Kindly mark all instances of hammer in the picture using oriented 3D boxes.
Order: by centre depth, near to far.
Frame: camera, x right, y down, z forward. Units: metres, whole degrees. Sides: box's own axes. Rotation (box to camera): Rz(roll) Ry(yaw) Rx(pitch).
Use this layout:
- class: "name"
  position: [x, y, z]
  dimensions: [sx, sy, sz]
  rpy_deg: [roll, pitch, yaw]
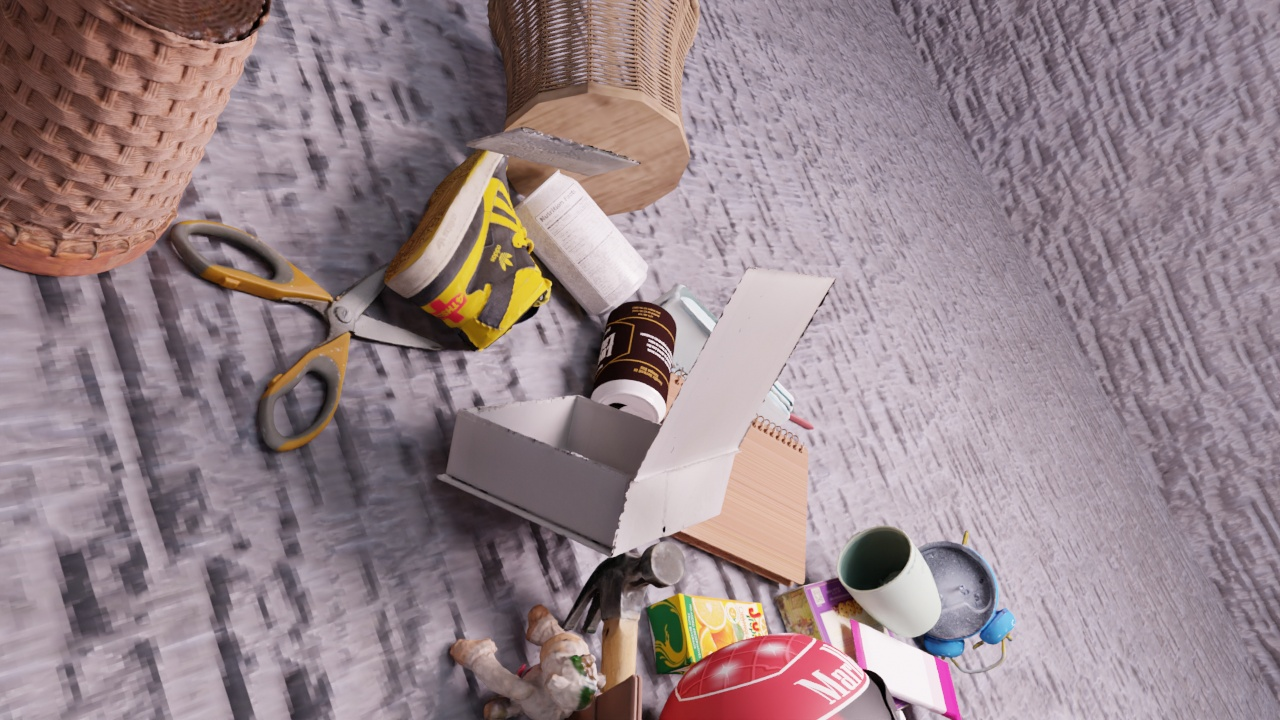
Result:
- class: "hammer"
  position: [-0.020, 0.299, 0.633]
  dimensions: [0.033, 0.133, 0.329]
  rpy_deg: [17, 61, -29]

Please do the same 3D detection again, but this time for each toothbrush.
- class: "toothbrush"
  position: [0.154, 0.052, 1.105]
  dimensions: [0.184, 0.015, 0.015]
  rpy_deg: [29, 47, -36]

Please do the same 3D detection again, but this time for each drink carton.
- class: "drink carton"
  position: [0.066, 0.248, 0.821]
  dimensions: [0.122, 0.041, 0.058]
  rpy_deg: [20, 49, -42]

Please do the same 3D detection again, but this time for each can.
- class: "can"
  position: [-0.005, 0.005, 0.893]
  dimensions: [0.072, 0.072, 0.128]
  rpy_deg: [38, 39, -26]
- class: "can"
  position: [-0.061, -0.115, 0.912]
  dimensions: [0.136, 0.078, 0.078]
  rpy_deg: [49, 36, -13]

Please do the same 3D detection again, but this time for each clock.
- class: "clock"
  position: [0.382, 0.297, 1.113]
  dimensions: [0.060, 0.117, 0.161]
  rpy_deg: [20, 49, -57]

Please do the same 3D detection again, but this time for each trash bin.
- class: "trash bin"
  position: [-0.310, -0.162, 0.527]
  dimensions: [0.151, 0.211, 0.151]
  rpy_deg: [31, 43, -34]

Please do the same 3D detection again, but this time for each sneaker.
- class: "sneaker"
  position: [-0.131, -0.103, 0.810]
  dimensions: [0.122, 0.086, 0.237]
  rpy_deg: [45, 33, -24]

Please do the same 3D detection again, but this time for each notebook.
- class: "notebook"
  position: [0.095, 0.119, 0.940]
  dimensions: [0.210, 0.022, 0.168]
  rpy_deg: [29, 53, -30]

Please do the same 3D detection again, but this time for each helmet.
- class: "helmet"
  position: [0.112, 0.318, 0.678]
  dimensions: [0.270, 0.198, 0.224]
  rpy_deg: [12, 58, -69]

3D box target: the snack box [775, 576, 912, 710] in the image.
- class: "snack box"
  position: [0.220, 0.304, 0.967]
  dimensions: [0.143, 0.041, 0.148]
  rpy_deg: [5, 60, -49]

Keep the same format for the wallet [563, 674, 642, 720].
- class: "wallet"
  position: [-0.033, 0.269, 0.614]
  dimensions: [0.013, 0.121, 0.087]
  rpy_deg: [20, 48, -22]

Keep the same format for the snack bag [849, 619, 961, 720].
- class: "snack bag"
  position: [0.282, 0.332, 0.970]
  dimensions: [0.196, 0.016, 0.070]
  rpy_deg: [31, 40, -36]

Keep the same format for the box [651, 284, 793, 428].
- class: "box"
  position: [0.084, 0.004, 1.005]
  dimensions: [0.199, 0.085, 0.070]
  rpy_deg: [45, 8, -19]

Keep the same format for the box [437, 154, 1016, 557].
- class: "box"
  position: [0.060, 0.032, 0.645]
  dimensions: [0.166, 0.414, 0.149]
  rpy_deg: [-5, 72, -59]

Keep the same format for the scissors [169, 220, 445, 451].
- class: "scissors"
  position: [-0.245, -0.036, 0.680]
  dimensions: [0.226, 0.016, 0.224]
  rpy_deg: [45, 36, -19]

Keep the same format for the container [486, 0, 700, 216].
- class: "container"
  position: [-0.047, -0.284, 0.945]
  dimensions: [0.226, 0.228, 0.195]
  rpy_deg: [23, 54, -40]

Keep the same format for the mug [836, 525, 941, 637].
- class: "mug"
  position: [0.263, 0.230, 0.979]
  dimensions: [0.104, 0.084, 0.111]
  rpy_deg: [51, 5, -29]

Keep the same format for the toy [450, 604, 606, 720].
- class: "toy"
  position: [-0.070, 0.214, 0.631]
  dimensions: [0.085, 0.106, 0.074]
  rpy_deg: [2, 83, -42]
